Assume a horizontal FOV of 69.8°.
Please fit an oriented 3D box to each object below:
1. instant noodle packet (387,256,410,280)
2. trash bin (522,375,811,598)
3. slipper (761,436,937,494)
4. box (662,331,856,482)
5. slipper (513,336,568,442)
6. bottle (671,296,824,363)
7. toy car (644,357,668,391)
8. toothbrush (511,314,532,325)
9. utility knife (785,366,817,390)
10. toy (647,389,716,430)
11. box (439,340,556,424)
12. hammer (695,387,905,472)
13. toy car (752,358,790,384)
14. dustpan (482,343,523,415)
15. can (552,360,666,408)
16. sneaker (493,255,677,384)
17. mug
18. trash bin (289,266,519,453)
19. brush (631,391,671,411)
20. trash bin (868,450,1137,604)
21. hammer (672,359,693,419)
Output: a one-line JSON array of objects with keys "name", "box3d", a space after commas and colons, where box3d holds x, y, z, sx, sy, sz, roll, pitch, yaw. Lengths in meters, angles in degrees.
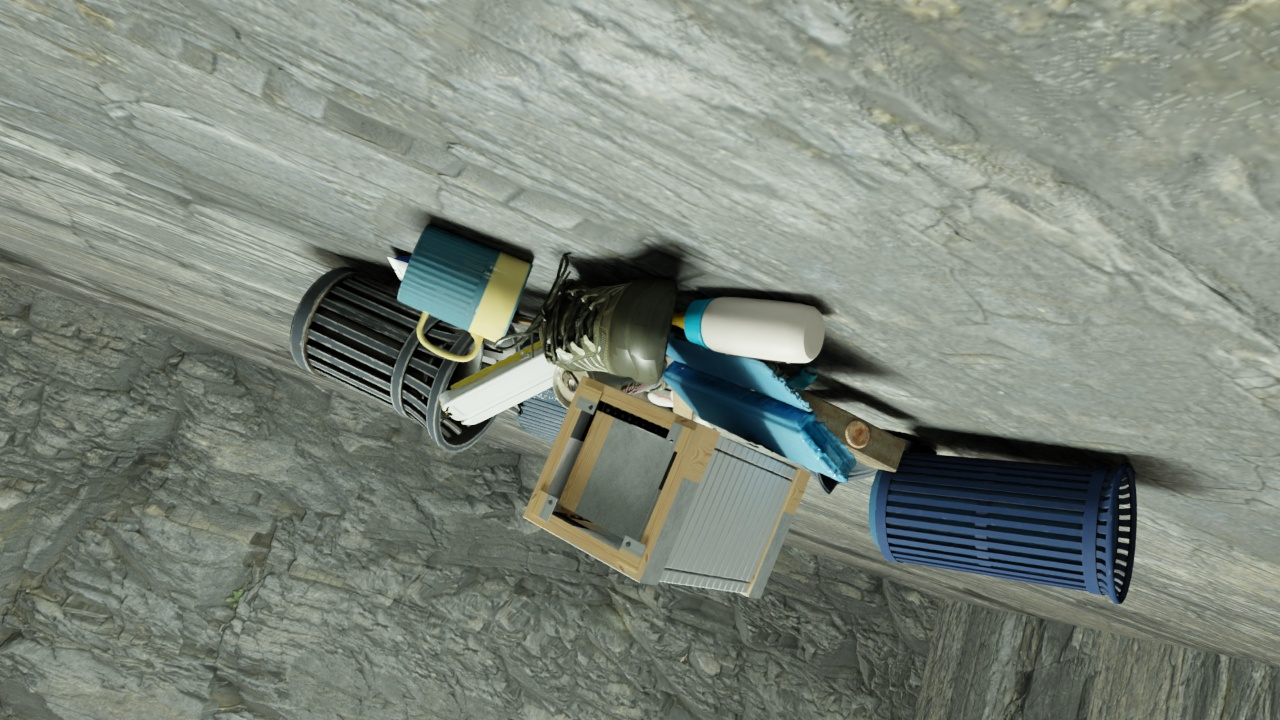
[{"name": "instant noodle packet", "box3d": [-0.211, -0.081, 1.024, 0.134, 0.026, 0.087, 18, 167, -2]}, {"name": "trash bin", "box3d": [0.036, 0.132, 0.908, 0.142, 0.142, 0.246, 21, 176, 35]}, {"name": "slipper", "box3d": [0.244, 0.129, 1.185, 0.266, 0.083, 0.108, 8, 167, 42]}, {"name": "box", "box3d": [0.092, 0.031, 0.916, 0.174, 0.033, 0.232, 47, 166, -31]}, {"name": "slipper", "box3d": [-0.117, 0.030, 1.279, 0.101, 0.082, 0.264, 20, 148, 6]}, {"name": "bottle", "box3d": [0.084, -0.029, 0.791, 0.146, 0.051, 0.051, 9, 165, 35]}, {"name": "toy car", "box3d": [-0.006, 0.006, 1.088, 0.040, 0.048, 0.113, -23, -158, -39]}, {"name": "toothbrush", "box3d": [-0.155, -0.050, 1.108, 0.167, 0.016, 0.016, 16, 166, 8]}, {"name": "utility knife", "box3d": [0.172, 0.023, 0.980, 0.022, 0.015, 0.117, 34, 167, 3]}, {"name": "toy", "box3d": [0.070, 0.075, 1.277, 0.125, 0.037, 0.076, 42, 161, -30]}, {"name": "box", "box3d": [-0.112, 0.013, 1.008, 0.209, 0.034, 0.129, -27, 165, 0]}, {"name": "hammer", "box3d": [0.152, 0.068, 1.095, 0.158, 0.037, 0.301, 26, 170, -27]}, {"name": "toy car", "box3d": [0.114, 0.011, 0.978, 0.090, 0.027, 0.039, 17, 166, 2]}, {"name": "dustpan", "box3d": [-0.284, -0.019, 1.263, 0.258, 0.033, 0.163, 30, 156, 25]}, {"name": "can", "box3d": [-0.030, 0.015, 0.983, 0.054, 0.054, 0.135, 8, -166, 36]}, {"name": "sneaker", "box3d": [-0.051, -0.040, 0.823, 0.143, 0.101, 0.238, 13, 175, -11]}, {"name": "mug", "box3d": [-0.172, -0.059, 0.869, 0.107, 0.113, 0.083, 22, 180, -12]}, {"name": "trash bin", "box3d": [-0.286, -0.011, 1.097, 0.227, 0.164, 0.164, 23, 170, 18]}, {"name": "brush", "box3d": [-0.013, 0.078, 1.308, 0.057, 0.083, 0.271, 11, 166, 25]}, {"name": "trash bin", "box3d": [0.384, 0.170, 0.989, 0.250, 0.139, 0.139, 2, 161, 37]}, {"name": "hammer", "box3d": [0.053, 0.063, 1.160, 0.119, 0.030, 0.332, 33, 163, 15]}]
